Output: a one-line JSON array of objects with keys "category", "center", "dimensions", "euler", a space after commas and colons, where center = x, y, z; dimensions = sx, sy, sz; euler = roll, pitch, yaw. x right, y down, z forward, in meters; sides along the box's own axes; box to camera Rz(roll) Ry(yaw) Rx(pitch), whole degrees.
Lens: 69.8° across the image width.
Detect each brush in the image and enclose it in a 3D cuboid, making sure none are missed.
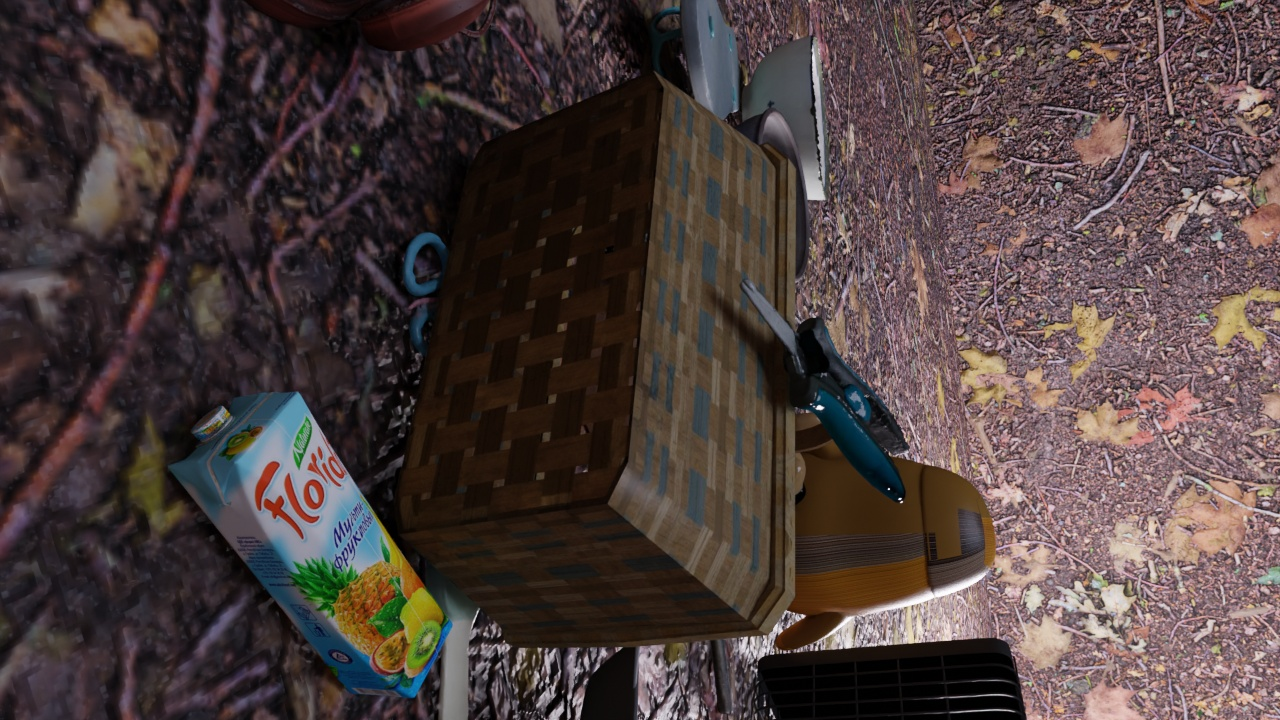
[{"category": "brush", "center": [-0.084, 0.167, 0.408], "dimensions": [0.033, 0.012, 0.217], "euler": [19, 69, -63]}]

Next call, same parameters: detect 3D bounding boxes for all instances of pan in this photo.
[{"category": "pan", "center": [-0.031, 0.291, 0.424], "dimensions": [0.216, 0.024, 0.354], "euler": [-157, -106, -88]}]

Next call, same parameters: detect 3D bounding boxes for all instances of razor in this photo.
[{"category": "razor", "center": [0.059, 0.218, 0.689], "dimensions": [0.042, 0.026, 0.106], "euler": [-37, 122, -64]}]

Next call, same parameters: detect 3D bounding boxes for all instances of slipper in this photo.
[{"category": "slipper", "center": [0.046, -0.236, 0.740], "dimensions": [0.268, 0.055, 0.098], "euler": [-37, 121, -74]}]

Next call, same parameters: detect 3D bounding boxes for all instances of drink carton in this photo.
[{"category": "drink carton", "center": [-0.114, 0.069, 0.331], "dimensions": [0.044, 0.039, 0.129], "euler": [-64, 141, -48]}]

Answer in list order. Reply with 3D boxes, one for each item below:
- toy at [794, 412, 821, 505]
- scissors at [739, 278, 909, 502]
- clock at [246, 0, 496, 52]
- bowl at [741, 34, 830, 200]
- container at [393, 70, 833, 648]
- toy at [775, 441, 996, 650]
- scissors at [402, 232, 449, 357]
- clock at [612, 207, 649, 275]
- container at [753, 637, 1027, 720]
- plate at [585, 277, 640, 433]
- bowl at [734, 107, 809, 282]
[{"category": "toy", "center": [0.080, 0.066, 0.696], "dimensions": [0.105, 0.134, 0.108], "euler": [40, 17, -27]}, {"category": "scissors", "center": [0.086, 0.019, 0.406], "dimensions": [0.129, 0.019, 0.137], "euler": [-13, 86, -56]}, {"category": "clock", "center": [-0.108, -0.190, 0.359], "dimensions": [0.157, 0.072, 0.120], "euler": [39, 50, -55]}, {"category": "bowl", "center": [0.140, -0.228, 0.883], "dimensions": [0.153, 0.073, 0.153], "euler": [-4, 89, -73]}, {"category": "container", "center": [0.005, 0.012, 0.447], "dimensions": [0.186, 0.158, 0.249], "euler": [39, 47, -46]}, {"category": "toy", "center": [0.183, 0.138, 0.754], "dimensions": [0.162, 0.204, 0.198], "euler": [4, 81, -65]}, {"category": "scissors", "center": [-0.081, -0.045, 0.465], "dimensions": [0.138, 0.015, 0.063], "euler": [-50, 128, -65]}, {"category": "clock", "center": [0.017, -0.097, 0.605], "dimensions": [0.122, 0.045, 0.159], "euler": [65, 22, -11]}, {"category": "container", "center": [0.208, 0.334, 0.741], "dimensions": [0.130, 0.242, 0.163], "euler": [-77, 150, -50]}, {"category": "plate", "center": [-0.004, 0.004, 0.595], "dimensions": [0.131, 0.025, 0.131], "euler": [24, 64, -62]}, {"category": "bowl", "center": [0.093, -0.134, 0.781], "dimensions": [0.144, 0.067, 0.145], "euler": [-5, 90, -65]}]
